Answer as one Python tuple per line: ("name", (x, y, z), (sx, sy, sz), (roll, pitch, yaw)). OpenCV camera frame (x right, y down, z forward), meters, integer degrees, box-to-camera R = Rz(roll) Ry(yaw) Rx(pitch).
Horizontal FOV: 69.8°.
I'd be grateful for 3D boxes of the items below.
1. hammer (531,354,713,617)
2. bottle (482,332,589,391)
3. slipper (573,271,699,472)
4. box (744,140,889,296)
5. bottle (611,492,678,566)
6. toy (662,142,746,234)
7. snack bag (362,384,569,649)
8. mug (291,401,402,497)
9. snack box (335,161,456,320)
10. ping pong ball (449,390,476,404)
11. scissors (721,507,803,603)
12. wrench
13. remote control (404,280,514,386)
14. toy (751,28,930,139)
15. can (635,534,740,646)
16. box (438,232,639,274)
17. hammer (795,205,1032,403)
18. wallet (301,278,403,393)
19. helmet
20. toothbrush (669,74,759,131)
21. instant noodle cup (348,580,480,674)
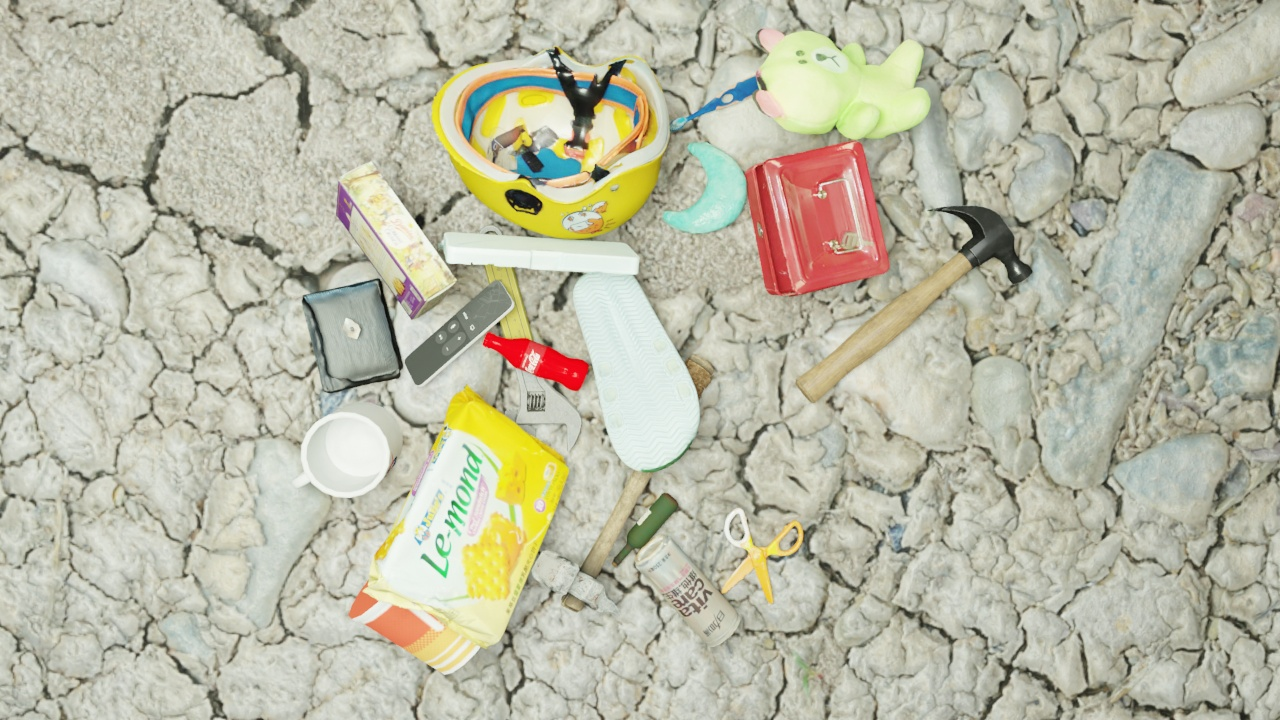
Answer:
("hammer", (-0.002, 0.137, 1.037), (0.121, 0.049, 0.318), (38, 75, -39))
("bottle", (-0.118, -0.002, 1.025), (0.119, 0.036, 0.036), (22, 92, -7))
("slipper", (-0.006, 0.006, 1.021), (0.104, 0.074, 0.245), (-21, 70, 0))
("box", (0.197, -0.158, 1.040), (0.129, 0.092, 0.157), (-12, 92, -6))
("bottle", (0.003, 0.201, 1.079), (0.025, 0.025, 0.106), (41, 90, -7))
("toy", (0.079, -0.193, 1.052), (0.085, 0.033, 0.105), (20, 91, 7))
("snack bag", (-0.179, 0.166, 0.977), (0.159, 0.068, 0.246), (40, 56, -28))
("mug", (-0.328, 0.104, 1.008), (0.121, 0.090, 0.091), (-30, 97, -2))
("snack box", (-0.261, -0.120, 0.966), (0.040, 0.144, 0.148), (-37, 98, -18))
("ping pong ball", (-0.197, 0.054, 1.041), (0.040, 0.040, 0.040), (0, 95, -5))
("scissors", (0.137, 0.229, 1.101), (0.128, 0.011, 0.125), (45, 88, -6))
("wrench", (-0.134, -0.022, 1.051), (0.083, 0.018, 0.273), (-14, 96, -4))
("remote control", (-0.203, -0.030, 1.026), (0.147, 0.008, 0.045), (-40, 58, 8))
("toy", (0.215, -0.298, 1.016), (0.197, 0.107, 0.150), (3, 59, -1))
("can", (0.054, 0.268, 1.076), (0.054, 0.054, 0.135), (-41, 97, -1))
("box", (-0.110, -0.116, 0.971), (0.197, 0.134, 0.041), (3, 105, -16))
("hammer", (0.307, -0.062, 1.082), (0.305, 0.040, 0.132), (-39, 100, 0))
("wallet", (-0.322, -0.028, 1.029), (0.089, 0.026, 0.115), (-12, 96, -5))
("helmet", (-0.090, -0.214, 0.971), (0.240, 0.140, 0.208), (4, 56, 2))
("toothbrush", (0.092, -0.296, 1.049), (0.135, 0.017, 0.021), (-27, 99, -2))
("instant noodle cup", (-0.234, 0.273, 1.022), (0.123, 0.123, 0.121), (-45, 105, -1))
